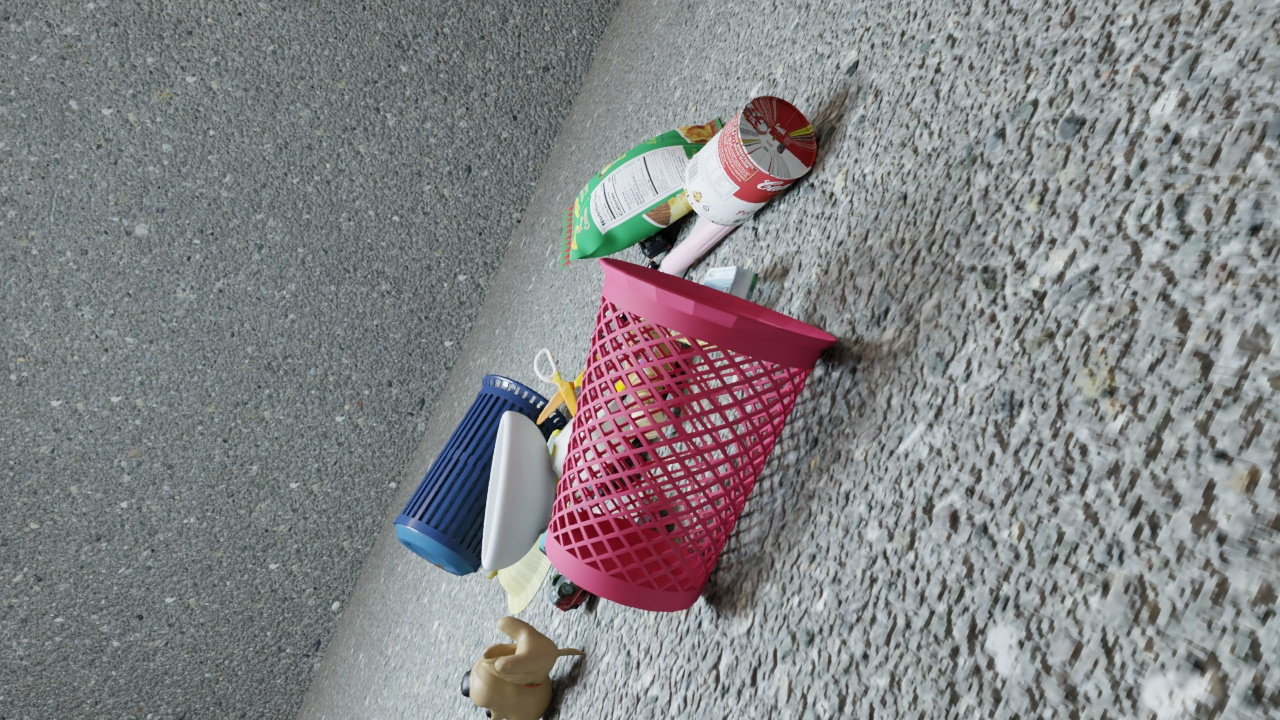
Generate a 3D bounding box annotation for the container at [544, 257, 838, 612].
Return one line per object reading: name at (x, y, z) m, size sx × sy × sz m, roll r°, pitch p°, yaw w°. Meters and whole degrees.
container at (0.021, 0.059, 0.697) m, size 0.183 × 0.183 × 0.226 m, roll -130°, pitch 58°, yaw -72°

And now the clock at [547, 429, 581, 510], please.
clock at (-0.092, 0.137, 1.121) m, size 0.083 × 0.057 × 0.119 m, roll -90°, pitch 20°, yaw -55°

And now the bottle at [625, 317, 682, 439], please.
bottle at (0.012, 0.012, 0.961) m, size 0.060 × 0.059 × 0.165 m, roll -52°, pitch 22°, yaw 39°

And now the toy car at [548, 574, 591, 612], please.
toy car at (-0.058, 0.213, 0.935) m, size 0.091 × 0.036 × 0.042 m, roll -57°, pitch 12°, yaw -9°

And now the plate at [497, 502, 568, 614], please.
plate at (-0.150, 0.234, 1.197) m, size 0.185 × 0.036 × 0.184 m, roll -56°, pitch 19°, yaw 30°

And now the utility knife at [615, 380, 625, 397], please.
utility knife at (-0.007, 0.006, 1.100) m, size 0.192 × 0.018 × 0.030 m, roll -60°, pitch 21°, yaw 30°

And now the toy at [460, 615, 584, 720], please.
toy at (-0.119, 0.311, 0.902) m, size 0.134 × 0.105 × 0.108 m, roll -97°, pitch 24°, yaw -54°

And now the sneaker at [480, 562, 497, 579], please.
sneaker at (-0.231, 0.197, 1.354) m, size 0.086 × 0.122 × 0.237 m, roll -53°, pitch 20°, yaw 42°

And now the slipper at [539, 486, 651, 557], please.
slipper at (-0.057, 0.156, 0.904) m, size 0.098 × 0.055 × 0.269 m, roll -48°, pitch 8°, yaw -16°

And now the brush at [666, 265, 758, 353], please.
brush at (0.067, -0.050, 0.881) m, size 0.136 × 0.055 × 0.075 m, roll -168°, pitch 97°, yaw -74°

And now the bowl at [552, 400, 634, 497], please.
bowl at (-0.054, 0.087, 0.990) m, size 0.117 × 0.061 × 0.117 m, roll -47°, pitch 2°, yaw 2°

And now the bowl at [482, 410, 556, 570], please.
bowl at (-0.132, 0.147, 1.027) m, size 0.177 × 0.066 × 0.176 m, roll -173°, pitch 91°, yaw -79°

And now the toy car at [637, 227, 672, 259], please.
toy car at (0.015, -0.169, 1.241) m, size 0.046 × 0.034 × 0.112 m, roll -30°, pitch 30°, yaw 5°

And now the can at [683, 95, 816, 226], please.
can at (0.106, -0.194, 0.908) m, size 0.117 × 0.086 × 0.086 m, roll -33°, pitch 37°, yaw 61°

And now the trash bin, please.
trash bin at (-0.220, 0.159, 1.252) m, size 0.249 × 0.139 × 0.140 m, roll -60°, pitch 13°, yaw -23°

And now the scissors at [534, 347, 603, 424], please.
scissors at (-0.104, 0.034, 1.236) m, size 0.125 × 0.128 × 0.011 m, roll -50°, pitch -6°, yaw -13°

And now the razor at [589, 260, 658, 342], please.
razor at (-0.017, -0.076, 1.252) m, size 0.145 × 0.022 × 0.042 m, roll -53°, pitch -20°, yaw 26°

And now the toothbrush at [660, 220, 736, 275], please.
toothbrush at (0.050, -0.120, 1.057) m, size 0.027 × 0.026 × 0.223 m, roll -38°, pitch 0°, yaw -39°

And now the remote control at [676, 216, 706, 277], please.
remote control at (0.054, -0.123, 1.101) m, size 0.131 × 0.012 × 0.033 m, roll -60°, pitch 19°, yaw 20°

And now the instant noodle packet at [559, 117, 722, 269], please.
instant noodle packet at (0.003, -0.223, 1.202) m, size 0.253 × 0.090 × 0.195 m, roll -29°, pitch 28°, yaw 14°
